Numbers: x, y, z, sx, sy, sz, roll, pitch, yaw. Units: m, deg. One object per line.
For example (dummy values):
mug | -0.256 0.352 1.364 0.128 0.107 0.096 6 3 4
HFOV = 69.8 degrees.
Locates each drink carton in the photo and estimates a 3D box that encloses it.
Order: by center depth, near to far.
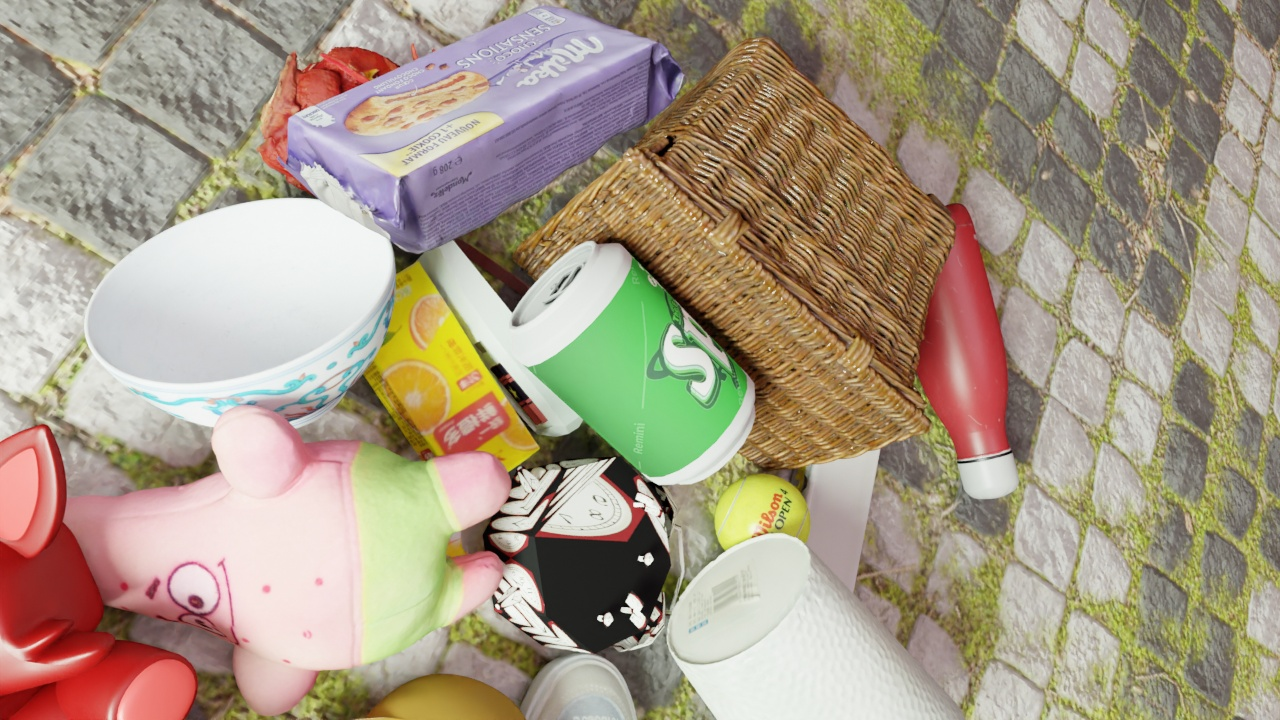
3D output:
drink carton | -0.123 0.015 0.549 0.058 0.043 0.134 -36 96 -28

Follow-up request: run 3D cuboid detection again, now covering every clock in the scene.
clock | -0.016 0.120 0.561 0.154 0.065 0.114 23 67 -43

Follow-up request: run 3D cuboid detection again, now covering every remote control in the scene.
remote control | -0.090 -0.009 0.568 0.024 0.050 0.143 -44 101 -28

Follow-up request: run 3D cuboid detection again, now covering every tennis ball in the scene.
tennis ball | 0.084 0.111 0.630 0.065 0.065 0.065 7 76 -28

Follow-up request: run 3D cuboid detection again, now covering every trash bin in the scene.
trash bin | 0.105 0.202 0.573 0.133 0.134 0.161 -47 109 -29

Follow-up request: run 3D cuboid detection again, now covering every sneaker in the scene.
sneaker | -0.029 0.291 0.512 0.089 0.091 0.242 13 72 -26

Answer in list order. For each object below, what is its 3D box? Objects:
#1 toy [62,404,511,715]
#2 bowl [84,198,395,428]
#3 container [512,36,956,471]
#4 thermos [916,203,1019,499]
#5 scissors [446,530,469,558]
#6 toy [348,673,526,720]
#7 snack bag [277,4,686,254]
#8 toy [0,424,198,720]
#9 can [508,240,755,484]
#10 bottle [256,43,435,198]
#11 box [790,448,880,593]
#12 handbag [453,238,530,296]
toy | -0.185 0.094 0.451 0.236 0.096 0.192 3 122 -8
bowl | -0.190 -0.012 0.468 0.144 0.074 0.143 -2 43 2
container | 0.082 -0.074 0.621 0.250 0.163 0.182 41 58 -16
thermos | 0.260 -0.005 0.751 0.073 0.073 0.240 -11 85 -31
scissors | -0.101 0.118 0.556 0.133 0.012 0.096 -1 80 -29
toy | -0.125 0.247 0.443 0.162 0.199 0.202 26 47 -4
snack bag | -0.076 -0.127 0.486 0.204 0.096 0.058 -37 141 -31
toy | -0.274 0.139 0.380 0.158 0.120 0.197 -16 101 12
can | -0.003 0.003 0.538 0.140 0.088 0.087 44 62 -20
bottle | -0.158 -0.136 0.532 0.111 0.099 0.098 27 67 -22
box | 0.141 0.101 0.688 0.064 0.033 0.209 26 69 -23
handbag | -0.080 -0.035 0.591 0.119 0.029 0.055 42 32 -8
